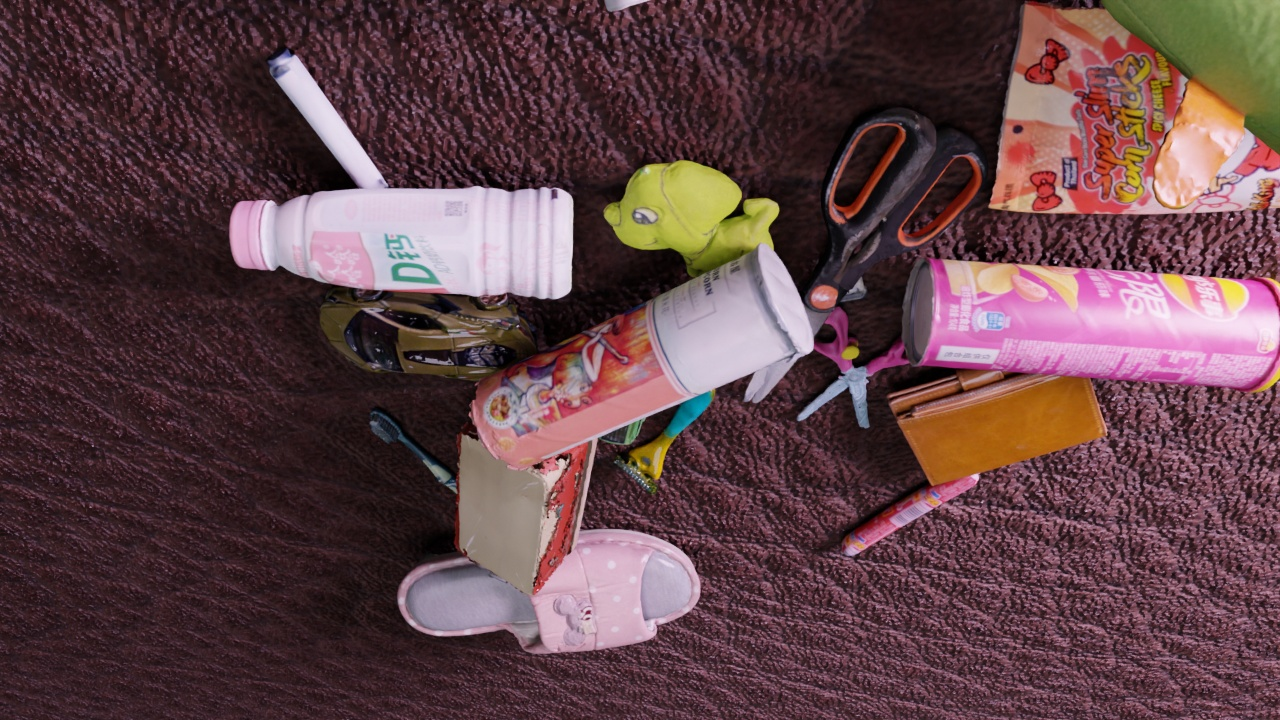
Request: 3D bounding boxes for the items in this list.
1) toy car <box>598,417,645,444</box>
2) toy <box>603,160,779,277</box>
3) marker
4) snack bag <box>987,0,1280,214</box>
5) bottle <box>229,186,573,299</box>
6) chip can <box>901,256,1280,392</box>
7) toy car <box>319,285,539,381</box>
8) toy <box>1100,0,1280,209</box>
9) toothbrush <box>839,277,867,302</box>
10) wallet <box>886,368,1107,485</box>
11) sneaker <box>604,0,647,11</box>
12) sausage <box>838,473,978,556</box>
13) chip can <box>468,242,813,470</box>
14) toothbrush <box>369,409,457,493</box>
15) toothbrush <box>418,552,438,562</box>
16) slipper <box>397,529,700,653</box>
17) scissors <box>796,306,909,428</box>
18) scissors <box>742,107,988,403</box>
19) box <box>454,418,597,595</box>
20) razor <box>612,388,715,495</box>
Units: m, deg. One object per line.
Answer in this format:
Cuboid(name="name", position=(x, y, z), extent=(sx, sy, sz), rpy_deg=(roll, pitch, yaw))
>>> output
Cuboid(name="toy car", position=(-0.012, 0.023, 0.671), extent=(0.043, 0.036, 0.091), rpy_deg=(10, 131, -2))
Cuboid(name="toy", position=(0.033, -0.087, 0.561), extent=(0.097, 0.031, 0.100), rpy_deg=(-21, 132, 19))
Cuboid(name="marker", position=(-0.179, -0.126, 0.552), extent=(0.022, 0.018, 0.131), rpy_deg=(-39, 129, -9))
Cuboid(name="snack bag", position=(0.299, -0.128, 0.480), extent=(0.208, 0.073, 0.129), rpy_deg=(3, 135, 14))
Cuboid(name="bottle", position=(-0.139, -0.073, 0.551), extent=(0.197, 0.068, 0.068), rpy_deg=(2, 135, -5))
Cuboid(name="chip can", position=(0.276, -0.024, 0.569), extent=(0.210, 0.071, 0.072), rpy_deg=(4, 134, 2))
Cuboid(name="toy car", position=(-0.149, -0.017, 0.643), extent=(0.158, 0.042, 0.070), rpy_deg=(4, 134, 5))
Cuboid(name="toy", position=(0.297, -0.140, 0.388), extent=(0.247, 0.226, 0.090), rpy_deg=(43, 165, 11))
Cuboid(name="toothbrush", position=(0.061, -0.035, 0.620), extent=(0.181, 0.015, 0.018), rpy_deg=(-11, 126, 15))
Cuboid(name="wallet", position=(0.254, 0.037, 0.655), extent=(0.131, 0.035, 0.119), rpy_deg=(-20, 129, 22))
Cuboid(name="sneaker", position=(0.022, -0.213, 0.389), extent=(0.242, 0.118, 0.088), rpy_deg=(-19, 112, 30))
Cuboid(name="sausage", position=(0.218, 0.125, 0.755), extent=(0.020, 0.020, 0.156), rpy_deg=(30, 130, -22))
Cuboid(name="chip can", position=(-0.003, 0.003, 0.582), extent=(0.215, 0.071, 0.071), rpy_deg=(-24, 127, 22))
Cuboid(name="toothbrush", position=(-0.163, 0.104, 0.776), extent=(0.016, 0.018, 0.191), rpy_deg=(-21, 128, 24))
Cuboid(name="toothbrush", position=(-0.099, 0.209, 0.867), extent=(0.224, 0.026, 0.027), rpy_deg=(8, 113, -3))
Cuboid(name="slipper", position=(-0.083, 0.213, 0.822), extent=(0.274, 0.054, 0.114), rpy_deg=(-3, 115, 2))
Cuboid(name="scissors", position=(0.160, 0.007, 0.651), extent=(0.125, 0.017, 0.133), rpy_deg=(-13, 136, 13))
Cuboid(name="scissors", position=(0.136, -0.046, 0.579), extent=(0.136, 0.021, 0.235), rpy_deg=(4, 128, -1))
Cuboid(name="box", position=(-0.095, 0.110, 0.713), extent=(0.091, 0.079, 0.169), rpy_deg=(27, 137, 15))
Cuboid(name="razor", position=(0.025, 0.053, 0.699), extent=(0.043, 0.028, 0.133), rpy_deg=(42, 134, 9))
